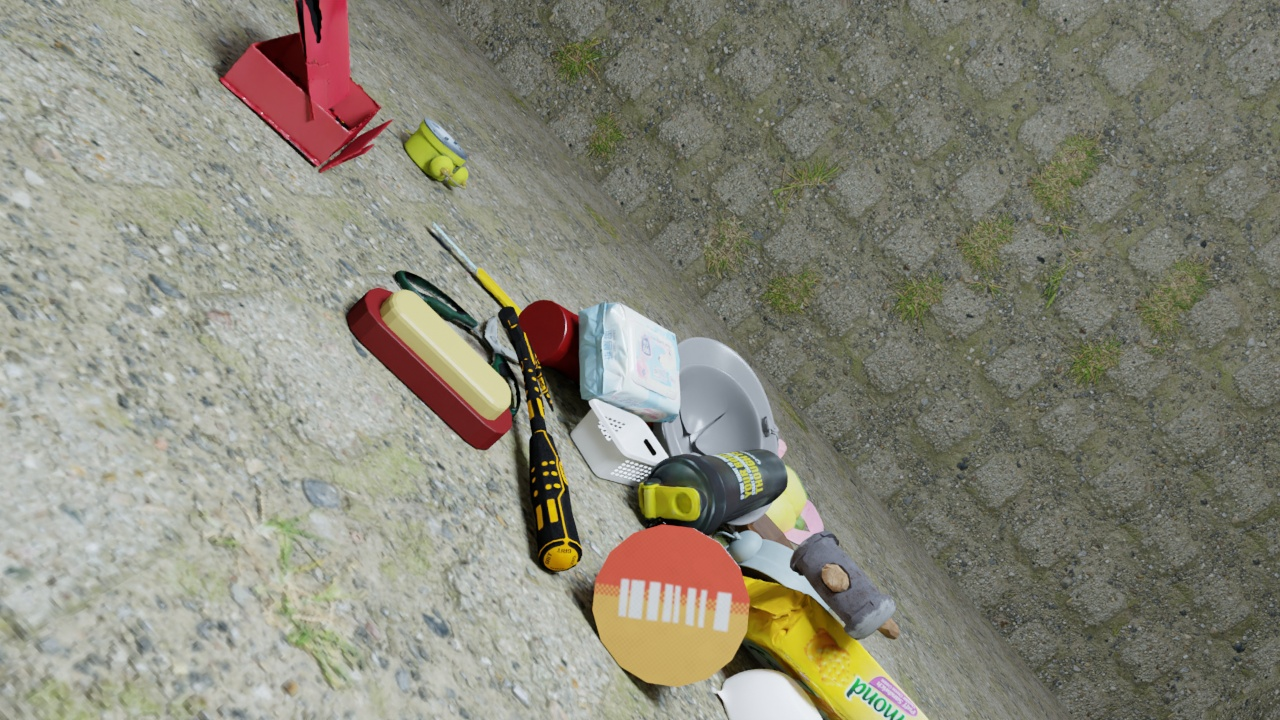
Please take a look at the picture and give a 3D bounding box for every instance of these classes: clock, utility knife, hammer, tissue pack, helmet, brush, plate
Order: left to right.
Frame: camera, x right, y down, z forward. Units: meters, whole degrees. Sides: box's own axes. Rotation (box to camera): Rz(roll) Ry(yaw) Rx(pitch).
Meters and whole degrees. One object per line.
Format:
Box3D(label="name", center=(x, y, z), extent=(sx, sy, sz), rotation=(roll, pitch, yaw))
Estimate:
Box3D(label="brush", center=(-0.178, 0.001, 0.812), extent=(0.173, 0.042, 0.082), rotation=(46, 12, -13))
Box3D(label="clock", center=(-0.290, -0.297, 1.334), extent=(0.119, 0.057, 0.083), rotation=(51, 11, 14))
Box3D(label="utility knife", center=(-0.182, -0.090, 1.155), extent=(0.225, 0.019, 0.030), rotation=(51, 6, -13))
Box3D(label="hammer", center=(-0.093, 0.075, 0.864), extent=(0.320, 0.036, 0.123), rotation=(-110, 180, -54))
Box3D(label="tissue pack", center=(-0.006, 0.006, 1.096), extent=(0.181, 0.070, 0.112), rotation=(24, 57, -57))
Box3D(label="helmet", center=(0.082, 0.110, 1.251), extent=(0.183, 0.118, 0.270), rotation=(10, 58, -27))
Box3D(label="plate", center=(0.168, 0.248, 1.224), extent=(0.131, 0.025, 0.131), rotation=(44, 15, -16))
Box3D(label="clock", center=(0.144, 0.248, 1.028), extent=(0.159, 0.045, 0.123), rotation=(39, -31, 8))
Box3D(label="hammer", center=(0.237, 0.260, 0.962), extent=(0.098, 0.052, 0.328), rotation=(49, 2, 34))

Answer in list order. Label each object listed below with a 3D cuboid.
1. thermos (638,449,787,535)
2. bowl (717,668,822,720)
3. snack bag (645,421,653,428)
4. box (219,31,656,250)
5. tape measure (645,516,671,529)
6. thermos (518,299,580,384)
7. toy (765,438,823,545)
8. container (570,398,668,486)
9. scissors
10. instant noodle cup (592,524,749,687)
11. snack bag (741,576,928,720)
Box3D(label="thermos", center=(0.088, 0.149, 1.067), extent=(0.220, 0.098, 0.098), rotation=(-4, 51, -54))
Box3D(label="bowl", center=(0.132, 0.332, 0.851), extent=(0.114, 0.051, 0.114), rotation=(46, 12, -13))
Box3D(label="snack bag", center=(-0.006, 0.045, 1.310), extent=(0.130, 0.039, 0.144), rotation=(35, 23, -51))
Box3D(label="box", center=(-0.216, -0.259, 1.070), extent=(0.478, 0.171, 0.214), rotation=(7, 22, -8))
Box3D(label="tape measure", center=(0.034, 0.202, 0.961), extent=(0.061, 0.034, 0.061), rotation=(43, 10, -22))
Box3D(label="thermos", center=(-0.065, -0.004, 1.144), extent=(0.108, 0.084, 0.198), rotation=(54, 15, 28))
Box3D(label="toy", center=(0.169, 0.190, 1.345), extent=(0.238, 0.088, 0.189), rotation=(39, 50, 4))
Box3D(label="container", center=(-0.024, 0.099, 1.041), extent=(0.080, 0.049, 0.129), rotation=(55, 13, 28))
Box3D(label="scissors", center=(-0.182, -0.028, 0.966), extent=(0.204, 0.015, 0.201), rotation=(42, 14, -23))
Box3D(label="instant noodle cup", center=(0.034, 0.199, 0.783), extent=(0.123, 0.123, 0.121), rotation=(51, 4, 11))
Box3D(label="snack bag", center=(0.185, 0.313, 0.928), extent=(0.247, 0.068, 0.160), rotation=(47, -15, -8))
